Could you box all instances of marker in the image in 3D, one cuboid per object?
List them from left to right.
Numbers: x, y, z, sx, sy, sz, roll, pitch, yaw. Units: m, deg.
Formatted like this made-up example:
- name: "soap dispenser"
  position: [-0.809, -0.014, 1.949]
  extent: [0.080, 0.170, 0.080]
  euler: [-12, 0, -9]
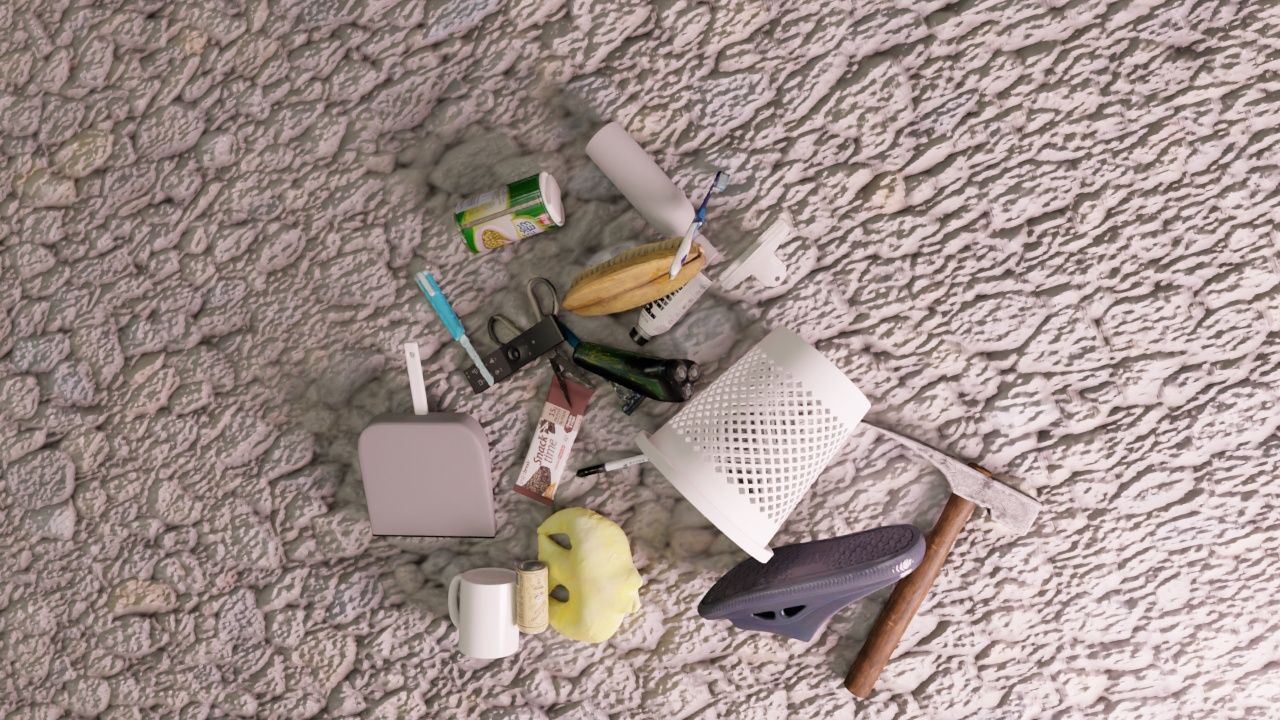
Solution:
- name: "marker"
  position: [-0.008, 0.122, 1.115]
  extent: [0.152, 0.011, 0.011]
  euler: [-15, 90, 13]

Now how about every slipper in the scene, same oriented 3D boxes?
- name: "slipper"
  position: [0.194, 0.253, 1.016]
  extent: [0.269, 0.110, 0.083]
  euler: [-22, 99, 27]

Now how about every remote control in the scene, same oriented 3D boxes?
- name: "remote control"
  position: [-0.155, -0.007, 1.125]
  extent: [0.150, 0.013, 0.034]
  euler: [-30, 86, 25]

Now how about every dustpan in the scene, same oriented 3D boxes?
- name: "dustpan"
  position: [-0.270, 0.101, 1.136]
  extent: [0.163, 0.033, 0.258]
  euler: [0, 113, 7]

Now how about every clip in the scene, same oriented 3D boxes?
- name: "clip"
  position: [0.139, -0.115, 1.061]
  extent: [0.102, 0.052, 0.058]
  euler: [-44, 55, 12]

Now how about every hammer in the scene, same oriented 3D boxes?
- name: "hammer"
  position: [0.278, 0.232, 1.043]
  extent: [0.218, 0.037, 0.301]
  euler: [28, 100, 10]

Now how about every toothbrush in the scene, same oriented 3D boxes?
- name: "toothbrush"
  position: [0.066, -0.152, 1.018]
  extent: [0.017, 0.188, 0.016]
  euler: [21, 142, 6]

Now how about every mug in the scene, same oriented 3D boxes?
- name: "mug"
  position: [-0.201, 0.309, 1.146]
  extent: [0.111, 0.073, 0.090]
  euler: [6, 95, 38]

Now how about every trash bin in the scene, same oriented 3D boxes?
- name: "trash bin"
  position: [0.132, 0.079, 1.002]
  extent: [0.195, 0.195, 0.199]
  euler: [43, 91, 7]

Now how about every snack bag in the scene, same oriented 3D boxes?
- name: "snack bag"
  position: [-0.109, 0.100, 1.136]
  extent: [0.057, 0.013, 0.158]
  euler: [22, 98, 12]

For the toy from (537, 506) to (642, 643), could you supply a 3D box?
- name: "toy"
  position: [-0.063, 0.264, 1.109]
  extent: [0.155, 0.064, 0.170]
  euler: [8, 99, 30]

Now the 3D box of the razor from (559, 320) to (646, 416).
- name: "razor"
  position: [-0.052, 0.004, 1.114]
  extent: [0.144, 0.022, 0.042]
  euler: [44, 100, 8]

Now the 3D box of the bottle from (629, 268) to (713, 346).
- name: "bottle"
  position: [0.032, -0.065, 1.080]
  extent: [0.041, 0.041, 0.116]
  euler: [45, 101, 7]

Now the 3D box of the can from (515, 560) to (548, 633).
- name: "can"
  position: [-0.131, 0.287, 1.112]
  extent: [0.038, 0.038, 0.079]
  euler: [2, 99, 13]

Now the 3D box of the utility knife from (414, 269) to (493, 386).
- name: "utility knife"
  position: [-0.233, -0.040, 1.146]
  extent: [0.022, 0.015, 0.179]
  euler: [-35, 78, 12]

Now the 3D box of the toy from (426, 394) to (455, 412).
- name: "toy"
  position: [-0.275, 0.101, 1.167]
  extent: [0.049, 0.030, 0.112]
  euler: [35, 106, 24]

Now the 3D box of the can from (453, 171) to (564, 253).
- name: "can"
  position: [-0.156, -0.177, 1.104]
  extent: [0.121, 0.067, 0.067]
  euler: [-17, 89, 14]

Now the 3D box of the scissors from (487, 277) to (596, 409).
- name: "scissors"
  position: [-0.119, -0.026, 1.122]
  extent: [0.158, 0.012, 0.166]
  euler: [12, 100, 22]

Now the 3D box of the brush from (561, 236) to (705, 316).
- name: "brush"
  position: [-0.011, -0.096, 1.063]
  extent: [0.196, 0.043, 0.059]
  euler: [-18, 132, 31]

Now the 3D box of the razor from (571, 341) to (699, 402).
- name: "razor"
  position: [-0.006, 0.006, 1.076]
  extent: [0.151, 0.067, 0.053]
  euler: [18, 65, 5]

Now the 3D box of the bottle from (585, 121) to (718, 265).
- name: "bottle"
  position: [0.019, -0.190, 1.070]
  extent: [0.052, 0.052, 0.195]
  euler: [-43, 84, 12]
